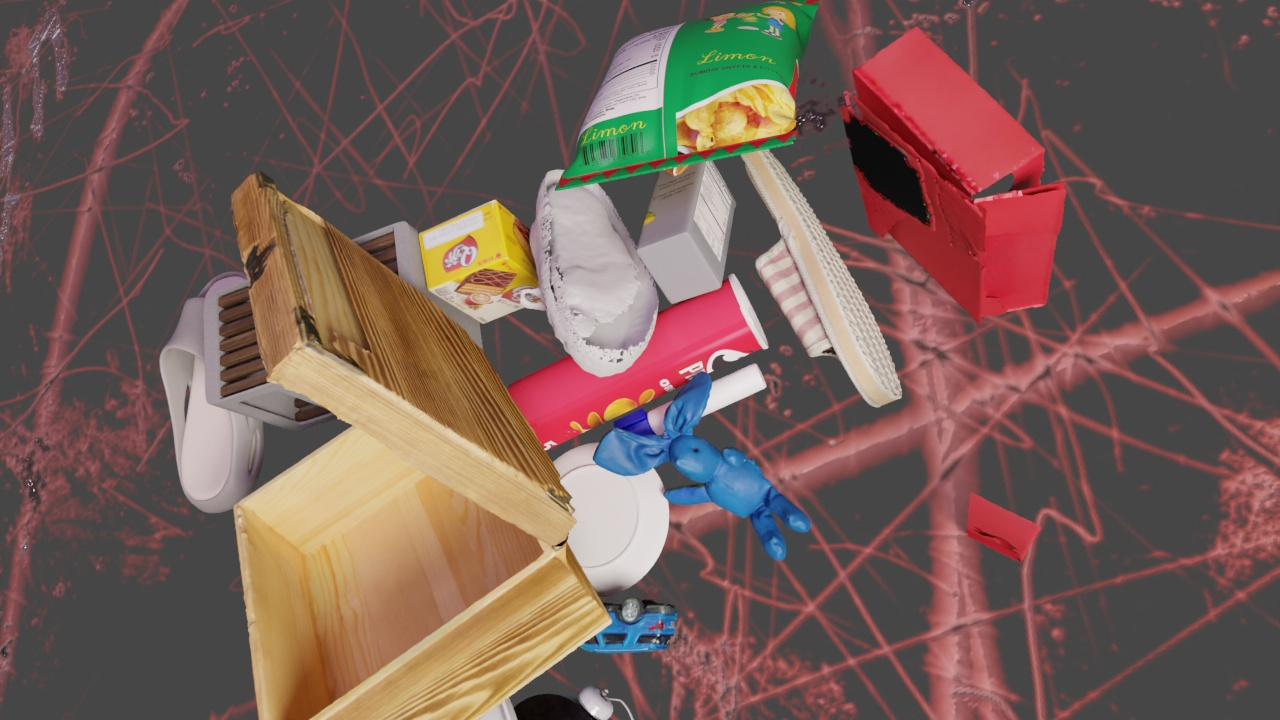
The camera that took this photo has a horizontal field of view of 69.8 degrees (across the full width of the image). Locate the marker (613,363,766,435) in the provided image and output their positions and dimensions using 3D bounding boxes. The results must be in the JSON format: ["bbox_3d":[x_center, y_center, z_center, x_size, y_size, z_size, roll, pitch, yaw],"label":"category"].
[{"bbox_3d":[0.042,0.039,0.788,0.133,0.027,0.023,-25,32,12],"label":"marker"}]

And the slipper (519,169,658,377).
[{"bbox_3d":[-0.052,-0.075,0.795,0.112,0.075,0.246,-5,42,-13],"label":"slipper"}]

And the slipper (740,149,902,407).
[{"bbox_3d":[0.132,-0.073,0.747,0.052,0.115,0.262,-33,58,22],"label":"slipper"}]

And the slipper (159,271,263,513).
[{"bbox_3d":[-0.447,0.021,0.948,0.113,0.080,0.265,-9,71,21],"label":"slipper"}]

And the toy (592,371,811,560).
[{"bbox_3d":[0.061,0.085,0.739,0.176,0.071,0.113,35,101,15],"label":"toy"}]

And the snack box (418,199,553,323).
[{"bbox_3d":[-0.140,-0.088,0.853,0.084,0.105,0.061,-20,69,14],"label":"snack box"}]

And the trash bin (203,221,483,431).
[{"bbox_3d":[-0.284,-0.026,0.882,0.229,0.114,0.114,-17,68,15],"label":"trash bin"}]

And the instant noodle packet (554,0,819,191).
[{"bbox_3d":[0.048,-0.233,0.782,0.196,0.090,0.252,-7,42,23],"label":"instant noodle packet"}]

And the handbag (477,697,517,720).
[{"bbox_3d":[-0.212,0.292,0.708,0.222,0.096,0.216,-26,36,-13],"label":"handbag"}]

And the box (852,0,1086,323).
[{"bbox_3d":[0.259,-0.142,0.662,0.153,0.213,0.164,-39,64,6],"label":"box"}]

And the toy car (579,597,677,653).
[{"bbox_3d":[-0.030,0.215,0.746,0.120,0.056,0.043,-3,73,18],"label":"toy car"}]

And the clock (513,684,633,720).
[{"bbox_3d":[-0.059,0.312,0.737,0.123,0.035,0.094,-28,66,10],"label":"clock"}]

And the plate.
[{"bbox_3d":[-0.041,0.137,0.797,0.135,0.011,0.134,-6,72,19],"label":"plate"}]

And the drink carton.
[{"bbox_3d":[0.042,-0.116,0.784,0.049,0.076,0.124,-17,38,27],"label":"drink carton"}]

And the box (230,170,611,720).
[{"bbox_3d":[-0.203,0.061,0.652,0.286,0.335,0.279,-33,37,-6],"label":"box"}]

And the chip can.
[{"bbox_3d":[-0.005,0.005,0.793,0.221,0.069,0.069,-26,66,12],"label":"chip can"}]
